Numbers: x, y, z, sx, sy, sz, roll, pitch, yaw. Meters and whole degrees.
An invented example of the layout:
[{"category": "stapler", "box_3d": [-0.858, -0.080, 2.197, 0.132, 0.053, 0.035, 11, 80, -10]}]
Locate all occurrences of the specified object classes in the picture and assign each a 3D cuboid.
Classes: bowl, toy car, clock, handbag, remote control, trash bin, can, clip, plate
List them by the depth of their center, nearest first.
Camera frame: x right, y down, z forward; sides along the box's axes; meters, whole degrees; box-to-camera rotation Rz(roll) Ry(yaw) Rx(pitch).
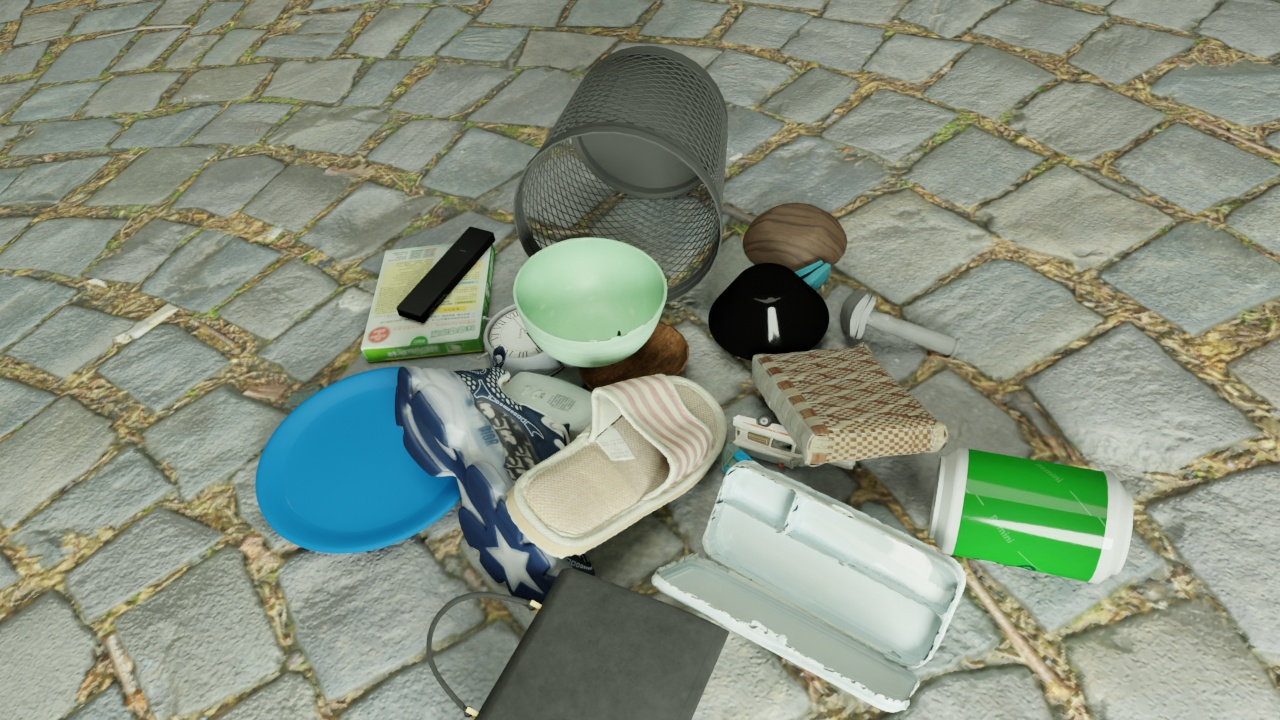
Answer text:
[{"category": "handbag", "box_3d": [-0.065, 0.234, 0.657, 0.196, 0.072, 0.175, 26, 53, 8]}, {"category": "can", "box_3d": [0.308, 0.122, 0.734, 0.140, 0.088, 0.087, 9, 48, 17]}, {"category": "handbag", "box_3d": [0.181, 0.040, 0.825, 0.124, 0.047, 0.185, -4, 23, -8]}, {"category": "toy car", "box_3d": [0.138, 0.081, 0.838, 0.113, 0.039, 0.039, 17, 72, 22]}, {"category": "plate", "box_3d": [-0.257, 0.095, 0.890, 0.224, 0.024, 0.223, -4, 46, 4]}, {"category": "remote control", "box_3d": [-0.087, 0.046, 0.909, 0.114, 0.028, 0.060, 15, 49, 25]}, {"category": "bowl", "box_3d": [-0.049, -0.048, 0.916, 0.151, 0.077, 0.150, 0, 47, -1]}, {"category": "bowl", "box_3d": [0.129, -0.062, 0.930, 0.124, 0.053, 0.123, -5, 47, 5]}, {"category": "bowl", "box_3d": [-0.006, 0.005, 0.937, 0.114, 0.026, 0.102, -25, 47, -14]}, {"category": "clock", "box_3d": [-0.108, -0.023, 0.974, 0.123, 0.035, 0.094, -5, 46, 5]}, {"category": "clip", "box_3d": [0.139, -0.069, 0.990, 0.120, 0.033, 0.122, 7, 48, 21]}, {"category": "trash bin", "box_3d": [-0.006, -0.213, 1.024, 0.218, 0.218, 0.226, 2, 43, 11]}, {"category": "remote control", "box_3d": [-0.218, -0.099, 1.039, 0.034, 0.013, 0.149, 17, 52, 21]}, {"category": "bowl", "box_3d": [0.177, -0.149, 1.053, 0.119, 0.032, 0.119, -4, 46, 4]}]

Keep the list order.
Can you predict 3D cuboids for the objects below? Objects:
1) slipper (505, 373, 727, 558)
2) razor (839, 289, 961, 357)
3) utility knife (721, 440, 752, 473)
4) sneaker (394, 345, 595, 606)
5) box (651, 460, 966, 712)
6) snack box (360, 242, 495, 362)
[{"category": "slipper", "box_3d": [-0.009, 0.075, 0.790, 0.115, 0.052, 0.262, 43, 40, 14]}, {"category": "razor", "box_3d": [0.261, -0.031, 0.913, 0.116, 0.047, 0.088, 20, 9, 3]}, {"category": "utility knife", "box_3d": [0.138, 0.146, 0.780, 0.015, 0.031, 0.220, 6, 30, -49]}, {"category": "sneaker", "box_3d": [-0.104, 0.094, 0.815, 0.132, 0.103, 0.269, -21, 59, -36]}, {"category": "box", "box_3d": [0.130, 0.162, 0.699, 0.211, 0.105, 0.129, 22, 11, 23]}, {"category": "snack box", "box_3d": [-0.238, -0.071, 1.046, 0.132, 0.027, 0.167, -6, 46, 4]}]
